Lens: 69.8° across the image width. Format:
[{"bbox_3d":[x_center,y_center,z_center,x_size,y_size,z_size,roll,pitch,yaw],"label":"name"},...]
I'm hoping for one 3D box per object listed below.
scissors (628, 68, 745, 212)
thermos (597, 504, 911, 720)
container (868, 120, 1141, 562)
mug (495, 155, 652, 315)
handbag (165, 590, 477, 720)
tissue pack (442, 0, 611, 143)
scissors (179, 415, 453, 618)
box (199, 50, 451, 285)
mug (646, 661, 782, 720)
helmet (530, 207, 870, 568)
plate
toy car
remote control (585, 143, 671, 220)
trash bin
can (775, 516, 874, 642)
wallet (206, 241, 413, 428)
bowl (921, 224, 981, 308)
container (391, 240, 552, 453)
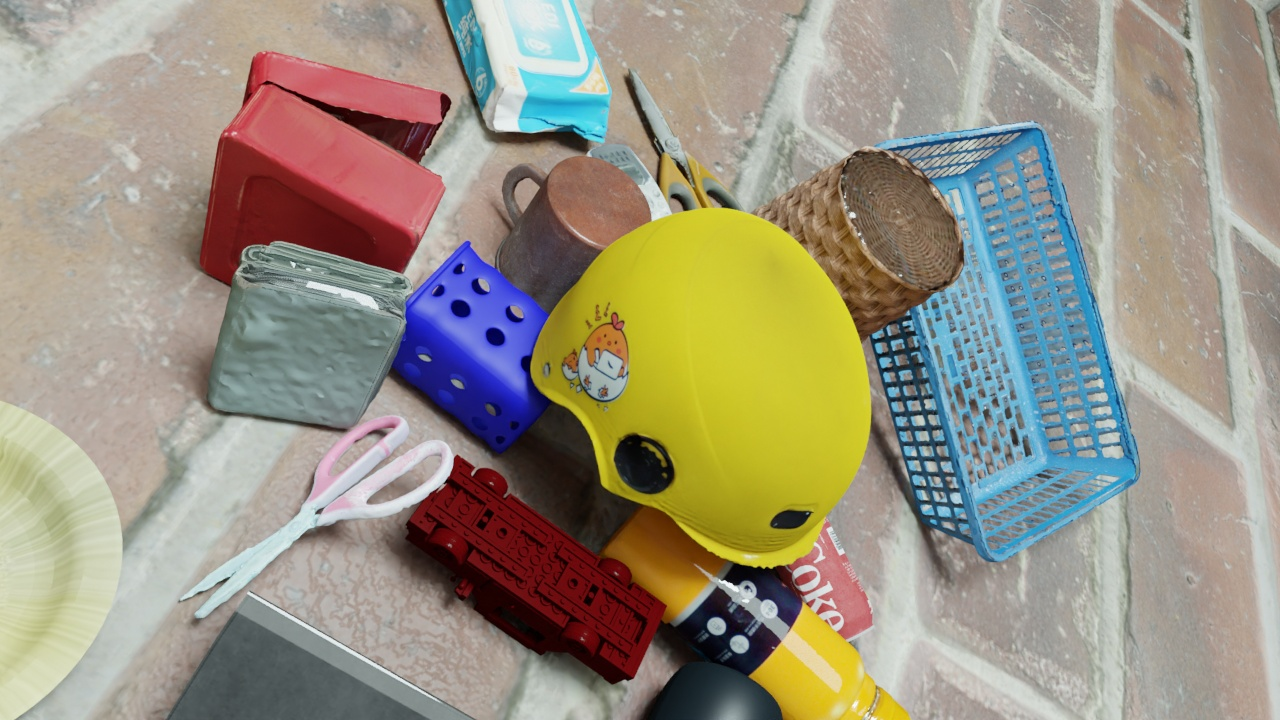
[{"bbox_3d":[0.043,-0.194,0.890,0.113,0.016,0.228,-6,68,-33],"label":"scissors"},{"bbox_3d":[0.084,0.183,0.638,0.232,0.076,0.091,42,50,4],"label":"thermos"},{"bbox_3d":[0.314,-0.025,0.849,0.256,0.089,0.362,-15,90,-34],"label":"container"},{"bbox_3d":[-0.062,-0.106,0.716,0.123,0.110,0.096,51,44,3],"label":"mug"},{"bbox_3d":[-0.183,0.252,0.469,0.175,0.072,0.195,34,61,-10],"label":"handbag"},{"bbox_3d":[-0.104,-0.286,0.825,0.116,0.066,0.209,-7,69,-34],"label":"tissue pack"},{"bbox_3d":[-0.187,0.097,0.543,0.101,0.016,0.178,16,44,33],"label":"scissors"},{"bbox_3d":[-0.207,-0.096,0.590,0.137,0.158,0.126,10,63,-25],"label":"box"},{"bbox_3d":[0.048,0.265,0.587,0.122,0.085,0.094,59,44,-27],"label":"mug"},{"bbox_3d":[0.064,-0.001,0.587,0.240,0.140,0.208,49,44,14],"label":"helmet"},{"bbox_3d":[-0.361,0.105,0.450,0.184,0.036,0.184,15,56,-24],"label":"plate"},{"bbox_3d":[-0.071,0.138,0.593,0.170,0.062,0.070,37,50,-8],"label":"toy car"},{"bbox_3d":[-0.009,-0.142,0.820,0.060,0.028,0.114,-18,73,-38],"label":"remote control"},{"bbox_3d":[0.132,-0.072,0.737,0.151,0.211,0.151,14,61,-27],"label":"trash bin"},{"bbox_3d":[0.139,0.169,0.710,0.053,0.054,0.096,-14,71,-37],"label":"can"},{"bbox_3d":[-0.202,-0.013,0.557,0.100,0.132,0.054,11,54,-27],"label":"wallet"},{"bbox_3d":[0.293,-0.105,0.962,0.115,0.063,0.115,15,56,-24],"label":"bowl"},{"bbox_3d":[-0.110,-0.007,0.641,0.113,0.085,0.084,40,50,-7],"label":"container"}]
